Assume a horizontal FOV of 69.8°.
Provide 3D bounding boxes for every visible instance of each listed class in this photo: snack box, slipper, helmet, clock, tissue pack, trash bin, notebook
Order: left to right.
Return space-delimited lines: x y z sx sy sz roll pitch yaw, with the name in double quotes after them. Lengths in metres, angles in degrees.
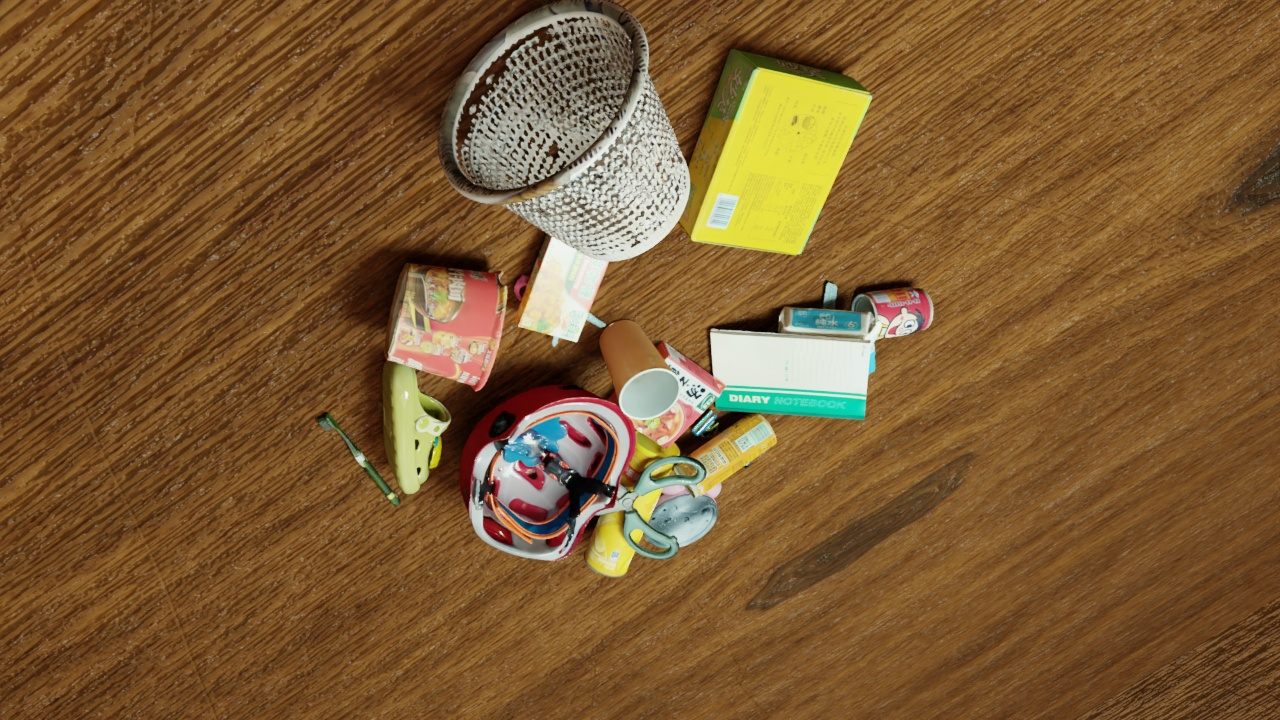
-0.270 0.078 1.117 0.081 0.091 0.191 -9 126 -20 "slipper"
-0.129 0.121 1.175 0.207 0.144 0.240 35 97 -38 "helmet"
-0.084 -0.103 1.070 0.077 0.027 0.156 14 111 -24 "snack box"
-0.054 -0.207 0.913 0.228 0.227 0.192 -38 144 9 "trash bin"
0.042 0.054 1.242 0.127 0.044 0.113 34 108 -28 "snack box"
0.060 0.208 1.376 0.117 0.059 0.159 8 125 -26 "clock"
0.147 -0.233 1.053 0.157 0.070 0.210 4 124 -25 "snack box"
0.202 0.021 1.246 0.209 0.012 0.151 4 134 13 "notebook"
0.251 -0.023 1.244 0.140 0.063 0.090 5 131 11 "tissue pack"

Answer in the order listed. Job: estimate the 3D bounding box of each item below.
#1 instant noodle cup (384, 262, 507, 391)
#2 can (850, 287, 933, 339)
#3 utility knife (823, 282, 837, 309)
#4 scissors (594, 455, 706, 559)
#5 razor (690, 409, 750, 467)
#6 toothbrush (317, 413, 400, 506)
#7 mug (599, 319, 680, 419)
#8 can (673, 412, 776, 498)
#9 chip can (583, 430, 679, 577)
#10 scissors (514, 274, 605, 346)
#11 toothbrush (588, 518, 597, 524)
-0.219 -0.042 1.017 0.108 0.137 0.138 12 121 -20 "instant noodle cup"
0.349 -0.066 1.273 0.093 0.066 0.067 -9 129 -17 "can"
0.260 -0.025 1.308 0.031 0.022 0.213 -17 127 -18 "utility knife"
0.021 0.209 1.271 0.170 0.019 0.179 -19 116 1 "scissors"
0.123 0.120 1.356 0.042 0.022 0.142 -46 129 1 "razor"
-0.357 0.131 1.172 0.017 0.012 0.186 -22 132 2 "toothbrush"
-0.007 0.007 1.144 0.078 0.122 0.078 -11 129 -14 "mug"
0.122 0.134 1.310 0.146 0.058 0.058 -33 133 -10 "can"
-0.015 0.206 1.315 0.072 0.072 0.214 11 114 -29 "chip can"
-0.088 -0.077 1.113 0.133 0.017 0.135 31 106 -33 "scissors"
-0.091 0.233 1.364 0.189 0.014 0.016 18 94 -34 "toothbrush"
